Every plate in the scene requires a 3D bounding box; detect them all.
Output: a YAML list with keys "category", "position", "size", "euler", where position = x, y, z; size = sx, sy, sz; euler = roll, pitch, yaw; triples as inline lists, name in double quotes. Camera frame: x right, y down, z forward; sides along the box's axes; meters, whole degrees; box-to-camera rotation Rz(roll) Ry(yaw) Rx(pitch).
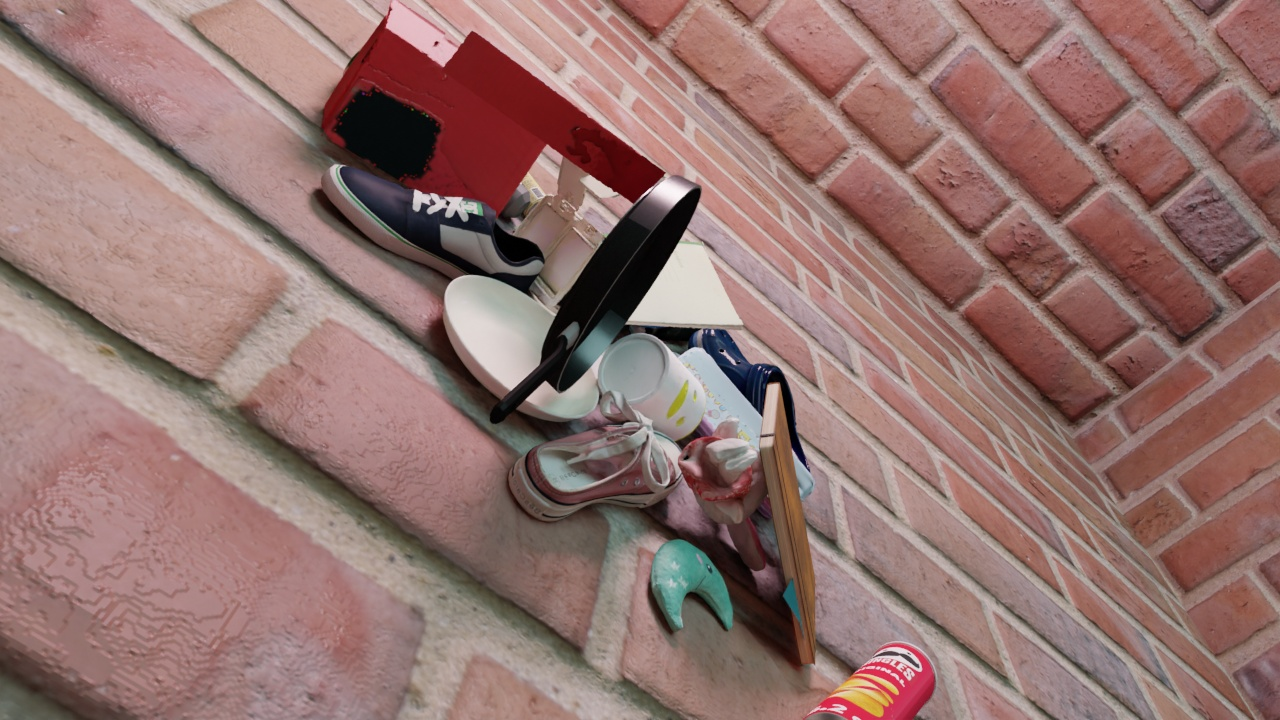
- category: "plate"
  position: [-0.120, -0.006, 0.887]
  size: [0.182, 0.034, 0.182]
  euler: [36, 24, -20]

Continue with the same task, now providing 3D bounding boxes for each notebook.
- category: "notebook"
  position: [-0.017, -0.101, 1.112]
  size: [0.252, 0.010, 0.181]
  euler: [2, 40, -19]
- category: "notebook"
  position: [0.149, 0.168, 0.908]
  size: [0.178, 0.014, 0.249]
  euler: [-61, 141, -68]

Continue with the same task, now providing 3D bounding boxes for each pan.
- category: "pan"
  position: [-0.043, -0.042, 0.779]
  size: [0.034, 0.226, 0.355]
  euler: [35, 34, 5]

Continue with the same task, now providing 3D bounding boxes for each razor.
- category: "razor"
  position: [0.044, -0.055, 1.245]
  size: [0.067, 0.054, 0.151]
  euler: [38, 26, 22]

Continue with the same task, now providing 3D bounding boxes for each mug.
- category: "mug"
  position: [0.013, 0.030, 0.954]
  size: [0.082, 0.082, 0.106]
  euler: [61, 9, 34]

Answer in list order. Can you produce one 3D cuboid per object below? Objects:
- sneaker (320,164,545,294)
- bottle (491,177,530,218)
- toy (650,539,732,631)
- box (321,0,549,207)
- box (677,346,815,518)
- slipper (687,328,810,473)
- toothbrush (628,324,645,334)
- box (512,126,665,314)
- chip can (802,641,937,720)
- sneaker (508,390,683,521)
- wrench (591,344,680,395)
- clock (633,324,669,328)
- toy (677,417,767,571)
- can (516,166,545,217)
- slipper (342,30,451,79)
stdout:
- category: "sneaker"
  position: [-0.200, -0.140, 0.922]
  size: [0.235, 0.079, 0.084]
  euler: [30, 28, -31]
- category: "bottle"
  position: [-0.185, -0.225, 1.135]
  size: [0.112, 0.047, 0.046]
  euler: [45, 23, -1]
- category: "toy"
  position: [0.046, 0.202, 0.826]
  size: [0.105, 0.033, 0.085]
  euler: [18, 45, -49]
- category: "box"
  position: [-0.232, -0.352, 1.082]
  size: [0.213, 0.153, 0.324]
  euler: [28, 43, -34]
- category: "box"
  position: [0.108, 0.082, 1.049]
  size: [0.214, 0.077, 0.096]
  euler: [49, -4, 8]
- category: "slipper"
  position: [0.155, 0.051, 1.188]
  size: [0.105, 0.095, 0.252]
  euler: [12, 43, -49]
- category: "toothbrush"
  position: [-0.026, -0.091, 1.220]
  size: [0.016, 0.017, 0.180]
  euler: [25, 29, -38]
- category: "box"
  position: [-0.074, -0.159, 0.991]
  size: [0.069, 0.191, 0.143]
  euler: [33, 9, -46]
- category: "chip can"
  position: [0.214, 0.324, 0.852]
  size: [0.069, 0.069, 0.220]
  euler: [54, 25, 20]
- category: "sneaker"
  position: [-0.018, 0.085, 0.838]
  size: [0.118, 0.088, 0.240]
  euler: [53, 25, 18]
- category: "wrench"
  position: [-0.006, 0.006, 1.085]
  size: [0.272, 0.018, 0.086]
  euler: [8, 43, -57]
- category: "clock"
  position: [0.021, -0.102, 1.188]
  size: [0.161, 0.060, 0.117]
  euler: [-23, 52, -40]
- category: "toy"
  position: [0.088, 0.115, 0.896]
  size: [0.194, 0.084, 0.159]
  euler: [65, 16, -65]
- category: "can"
  position: [-0.154, -0.224, 1.196]
  size: [0.079, 0.038, 0.038]
  euler: [53, 24, 18]
- category: "slipper"
  position: [-0.300, -0.356, 1.104]
  size: [0.064, 0.094, 0.239]
  euler: [48, 17, -4]
